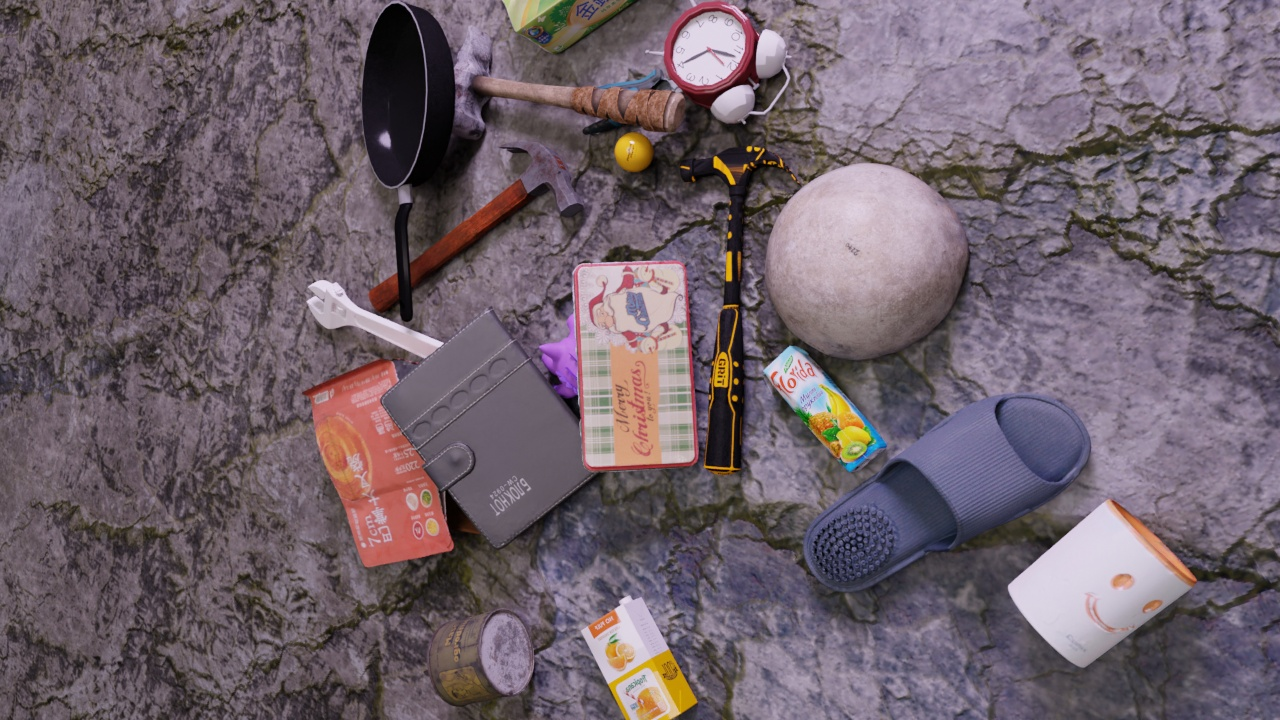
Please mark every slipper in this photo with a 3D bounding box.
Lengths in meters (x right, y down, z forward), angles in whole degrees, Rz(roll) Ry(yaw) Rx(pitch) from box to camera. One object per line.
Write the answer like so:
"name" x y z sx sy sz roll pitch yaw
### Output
"slipper" 0.242 0.113 0.771 0.264 0.082 0.101 -37 69 22

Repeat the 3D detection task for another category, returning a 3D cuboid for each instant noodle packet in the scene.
"instant noodle packet" -0.292 0.120 1.050 0.165 0.083 0.221 -18 81 34

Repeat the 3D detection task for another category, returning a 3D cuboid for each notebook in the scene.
"notebook" -0.157 0.075 0.966 0.169 0.029 0.209 -38 88 9

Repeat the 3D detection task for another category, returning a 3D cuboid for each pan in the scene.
"pan" -0.263 -0.223 1.046 0.204 0.044 0.355 -2 92 55

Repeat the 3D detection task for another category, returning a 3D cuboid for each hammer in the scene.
"hammer" -0.089 -0.282 0.975 0.319 0.048 0.121 18 93 33
"hammer" 0.091 -0.049 0.889 0.123 0.036 0.320 1 85 27
"hammer" -0.204 -0.143 1.055 0.301 0.028 0.111 -32 74 24

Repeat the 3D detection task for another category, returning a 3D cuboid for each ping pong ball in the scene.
"ping pong ball" -0.007 -0.214 0.945 0.040 0.040 0.040 -2 86 28

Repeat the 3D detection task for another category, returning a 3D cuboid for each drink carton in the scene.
"drink carton" 0.167 0.042 0.838 0.044 0.038 0.129 -46 68 18
"drink carton" -0.003 0.302 0.914 0.059 0.040 0.122 -38 71 21

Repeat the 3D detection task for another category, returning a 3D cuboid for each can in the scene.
"can" -0.170 0.316 0.975 0.075 0.089 0.090 -21 78 26

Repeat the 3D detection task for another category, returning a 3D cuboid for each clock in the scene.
"clock" 0.081 -0.291 0.892 0.137 0.048 0.096 39 101 19

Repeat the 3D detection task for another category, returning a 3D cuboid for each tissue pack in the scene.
"tissue pack" -0.069 -0.423 0.932 0.198 0.141 0.120 -33 73 23

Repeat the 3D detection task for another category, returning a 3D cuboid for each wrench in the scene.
"wrench" -0.297 -0.034 1.092 0.273 0.018 0.066 22 132 24

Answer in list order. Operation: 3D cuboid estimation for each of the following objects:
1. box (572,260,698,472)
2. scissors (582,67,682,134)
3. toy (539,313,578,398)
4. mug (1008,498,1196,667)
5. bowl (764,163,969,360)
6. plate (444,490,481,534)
"box" -0.005 0.005 0.901 0.117 0.050 0.205 -2 86 -2
"scissors" -0.004 -0.278 0.960 0.144 0.019 0.126 36 103 23
"toy" -0.063 0.006 0.953 0.088 0.055 0.106 43 119 11
"mug" 0.352 0.171 0.707 0.105 0.082 0.082 -48 67 19
"bowl" 0.188 -0.092 0.799 0.179 0.081 0.178 -3 83 21
"plate" -0.177 0.130 1.026 0.131 0.025 0.131 -2 86 28
